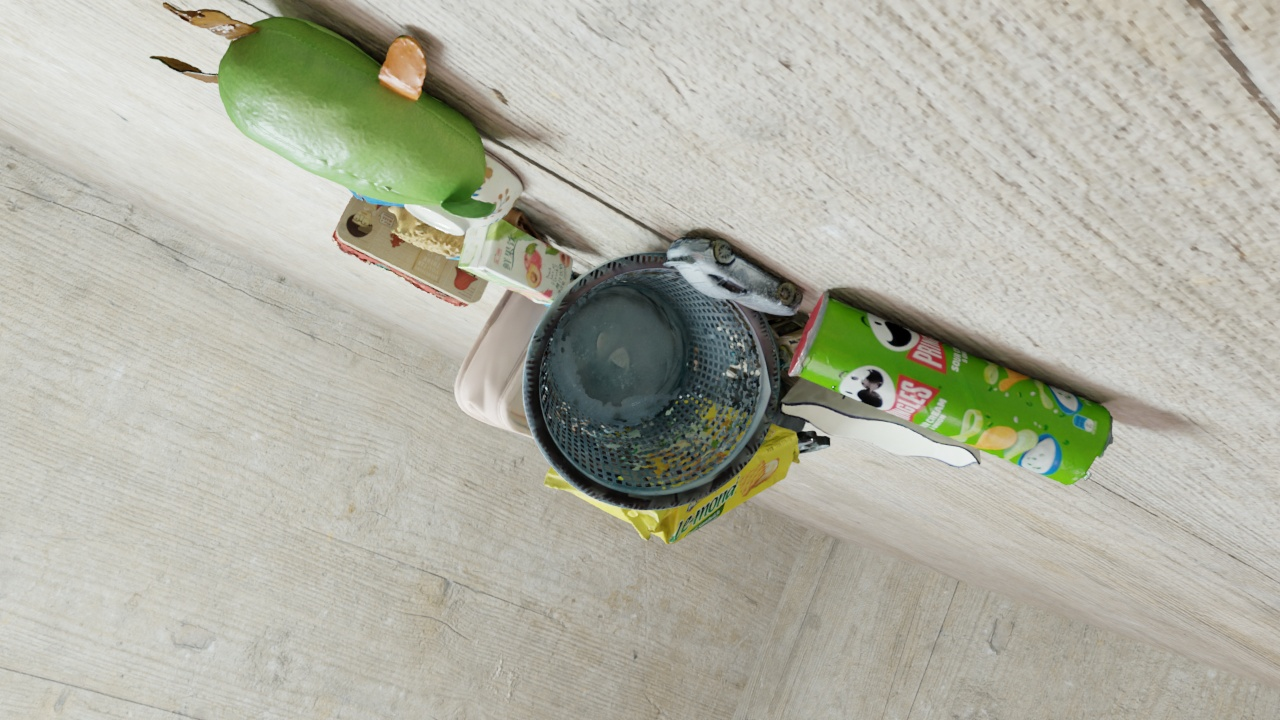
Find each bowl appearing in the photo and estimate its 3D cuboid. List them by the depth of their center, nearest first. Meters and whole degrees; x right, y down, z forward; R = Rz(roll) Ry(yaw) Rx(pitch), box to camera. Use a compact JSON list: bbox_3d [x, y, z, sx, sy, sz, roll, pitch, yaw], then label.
[{"bbox_3d":[-0.164,-0.147,0.789,0.113,0.062,0.113,22,172,3],"label":"bowl"}]

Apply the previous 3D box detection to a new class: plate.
[{"bbox_3d":[0.246,0.059,0.937,0.205,0.045,0.205,19,173,2],"label":"plate"}]

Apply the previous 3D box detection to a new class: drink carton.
[{"bbox_3d":[-0.120,-0.095,0.888,0.046,0.053,0.122,7,171,34],"label":"drink carton"}]

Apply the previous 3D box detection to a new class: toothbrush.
[{"bbox_3d":[0.157,0.008,1.006,0.016,0.018,0.192,30,170,-40],"label":"toothbrush"}]

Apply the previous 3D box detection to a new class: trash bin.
[{"bbox_3d":[-0.005,0.005,0.877,0.226,0.226,0.195,26,-176,-14],"label":"trash bin"}]

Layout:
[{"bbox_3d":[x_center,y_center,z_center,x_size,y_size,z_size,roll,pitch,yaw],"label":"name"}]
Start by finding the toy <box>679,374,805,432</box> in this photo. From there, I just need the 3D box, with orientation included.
[{"bbox_3d":[0.132,0.057,1.134,0.138,0.091,0.357,34,171,-7],"label":"toy"}]

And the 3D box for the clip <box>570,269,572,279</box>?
[{"bbox_3d":[-0.101,-0.105,1.020,0.056,0.014,0.041,22,171,-1],"label":"clip"}]

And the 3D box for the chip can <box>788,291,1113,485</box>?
[{"bbox_3d":[0.238,0.022,0.715,0.236,0.072,0.072,22,171,4],"label":"chip can"}]

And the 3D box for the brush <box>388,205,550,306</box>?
[{"bbox_3d":[-0.147,-0.096,0.962,0.254,0.046,0.083,29,172,-20],"label":"brush"}]

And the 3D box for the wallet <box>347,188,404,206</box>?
[{"bbox_3d":[-0.254,-0.186,0.866,0.133,0.040,0.106,16,159,43],"label":"wallet"}]

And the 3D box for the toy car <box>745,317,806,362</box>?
[{"bbox_3d":[0.131,-0.019,0.834,0.090,0.042,0.035,6,116,66],"label":"toy car"}]

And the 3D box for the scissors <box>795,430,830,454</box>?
[{"bbox_3d":[0.133,0.106,1.073,0.172,0.014,0.145,-3,161,-3],"label":"scissors"}]

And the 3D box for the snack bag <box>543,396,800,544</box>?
[{"bbox_3d":[0.041,0.111,0.957,0.158,0.068,0.245,20,-153,40],"label":"snack bag"}]

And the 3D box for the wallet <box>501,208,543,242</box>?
[{"bbox_3d":[-0.150,-0.139,0.934,0.101,0.020,0.115,21,173,14],"label":"wallet"}]

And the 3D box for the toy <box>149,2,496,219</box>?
[{"bbox_3d":[-0.216,-0.178,0.655,0.246,0.089,0.227,25,161,-32],"label":"toy"}]

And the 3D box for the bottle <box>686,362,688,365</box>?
[{"bbox_3d":[0.022,0.018,1.229,0.068,0.068,0.189,25,177,-5],"label":"bottle"}]

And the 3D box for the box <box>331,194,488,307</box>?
[{"bbox_3d":[-0.248,-0.127,1.016,0.168,0.091,0.079,27,167,-19],"label":"box"}]

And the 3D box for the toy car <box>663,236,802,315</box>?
[{"bbox_3d":[0.075,-0.064,0.742,0.120,0.036,0.054,24,171,-24],"label":"toy car"}]

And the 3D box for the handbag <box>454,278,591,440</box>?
[{"bbox_3d":[-0.100,0.016,1.116,0.093,0.193,0.234,21,168,34],"label":"handbag"}]
